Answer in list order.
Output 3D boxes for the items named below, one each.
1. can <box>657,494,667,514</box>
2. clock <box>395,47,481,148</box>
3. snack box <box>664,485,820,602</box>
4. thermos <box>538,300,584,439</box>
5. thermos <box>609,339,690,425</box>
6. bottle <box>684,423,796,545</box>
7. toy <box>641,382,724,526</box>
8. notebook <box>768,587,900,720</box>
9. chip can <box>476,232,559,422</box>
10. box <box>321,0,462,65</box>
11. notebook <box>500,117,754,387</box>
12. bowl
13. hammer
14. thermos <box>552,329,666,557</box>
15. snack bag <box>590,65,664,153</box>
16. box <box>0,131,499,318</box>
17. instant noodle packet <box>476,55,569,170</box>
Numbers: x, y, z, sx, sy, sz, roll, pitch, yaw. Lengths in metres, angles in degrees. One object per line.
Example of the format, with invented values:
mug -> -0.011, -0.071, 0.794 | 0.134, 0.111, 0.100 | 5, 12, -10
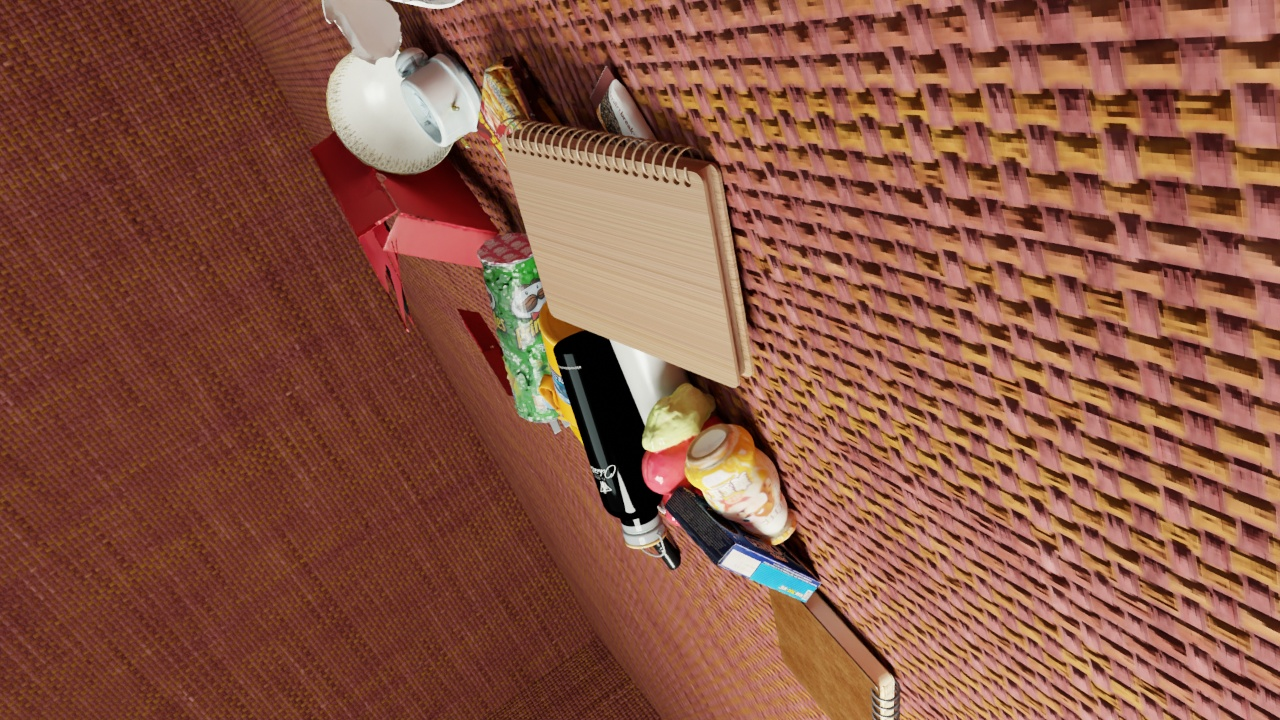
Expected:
can -> 0.027, 0.104, 0.925 | 0.105, 0.064, 0.064 | 58, 165, -2
clock -> -0.205, -0.268, 0.923 | 0.117, 0.057, 0.083 | 43, 161, 24
snack box -> 0.090, 0.160, 0.793 | 0.150, 0.027, 0.082 | 32, -173, -46
thermos -> -0.063, 0.011, 0.992 | 0.091, 0.076, 0.233 | 35, 157, 20
thermos -> 0.008, -0.002, 0.799 | 0.052, 0.052, 0.224 | 38, 155, 51
bottle -> 0.085, 0.104, 0.754 | 0.109, 0.063, 0.063 | 49, 169, -22
toy -> 0.039, 0.083, 0.795 | 0.045, 0.091, 0.135 | 27, 138, 45
notebook -> 0.189, 0.304, 0.895 | 0.167, 0.024, 0.226 | 46, 161, 40
chip can -> -0.130, -0.032, 1.058 | 0.075, 0.075, 0.223 | 40, 146, 49
box -> -0.188, -0.285, 0.685 | 0.137, 0.143, 0.083 | 35, 156, 50
notebook -> -0.015, -0.082, 0.656 | 0.211, 0.022, 0.169 | 22, 136, 43
bowl -> -0.263, -0.284, 1.008 | 0.063, 0.145, 0.145 | -80, -26, -52
hammer -> -0.038, 0.152, 1.238 | 0.323, 0.029, 0.127 | 56, -169, -12
thermos -> -0.020, 0.086, 0.862 | 0.061, 0.061, 0.231 | 26, 136, 63
snack bag -> 0.012, -0.122, 0.626 | 0.158, 0.013, 0.057 | 58, 163, -3
box -> -0.429, -0.152, 1.015 | 0.215, 0.509, 0.141 | 52, 141, 39
instant noodle packet -> -0.101, -0.194, 0.788 | 0.098, 0.039, 0.136 | 51, 164, -2
